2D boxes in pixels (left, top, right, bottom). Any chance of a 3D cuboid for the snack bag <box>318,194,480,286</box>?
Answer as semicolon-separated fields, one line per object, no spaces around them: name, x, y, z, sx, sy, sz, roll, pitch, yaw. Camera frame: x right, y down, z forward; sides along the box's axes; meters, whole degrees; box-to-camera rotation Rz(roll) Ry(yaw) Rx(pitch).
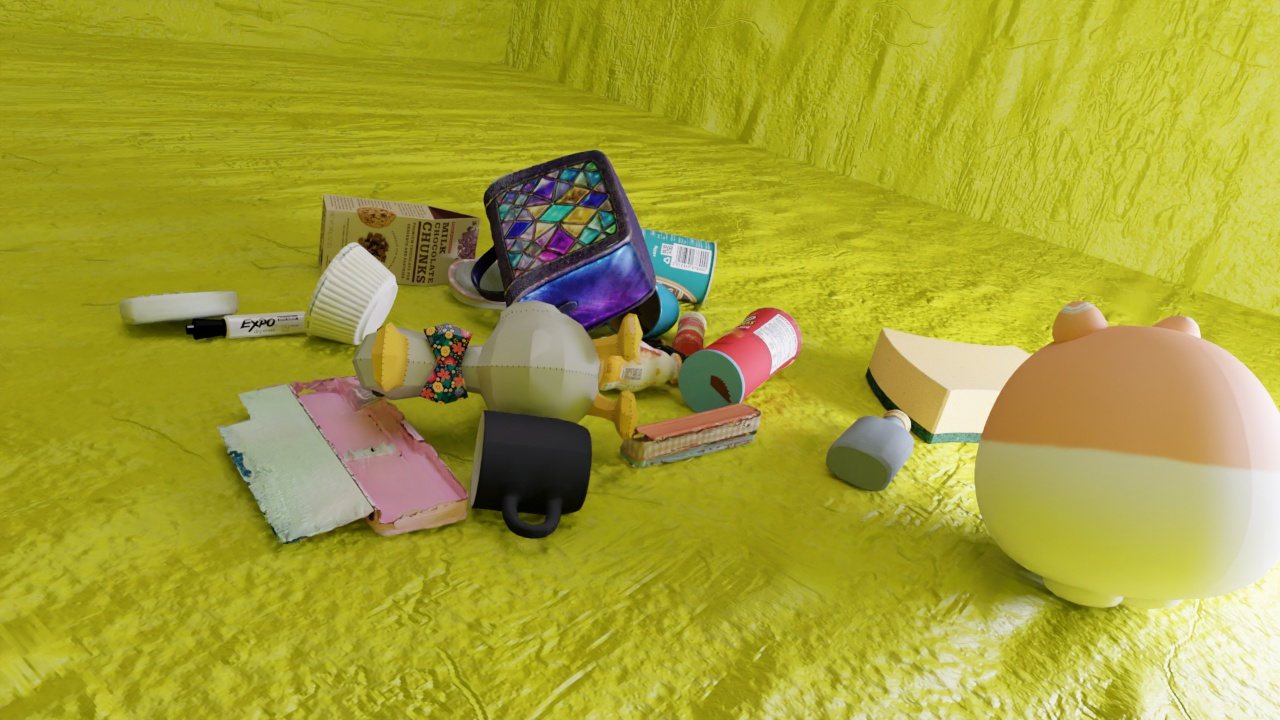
snack bag;-0.326;-0.161;1.254;0.206;0.094;0.070;3;25;-24

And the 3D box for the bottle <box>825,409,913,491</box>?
bottle;0.270;0.095;1.043;0.072;0.046;0.160;23;25;23

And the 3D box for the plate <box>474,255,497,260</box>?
plate;-0.164;-0.134;1.367;0.188;0.027;0.188;11;23;-5

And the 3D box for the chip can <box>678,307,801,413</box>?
chip can;0.128;-0.002;1.143;0.087;0.087;0.212;22;25;21

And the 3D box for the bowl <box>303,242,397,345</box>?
bowl;-0.320;-0.068;1.034;0.062;0.115;0.115;28;23;-3

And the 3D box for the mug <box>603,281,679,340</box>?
mug;-0.006;-0.066;1.235;0.112;0.084;0.104;-11;-3;22

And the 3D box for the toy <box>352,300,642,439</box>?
toy;-0.134;0.011;0.891;0.267;0.141;0.247;3;-6;0

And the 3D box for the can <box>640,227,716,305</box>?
can;0.035;-0.148;1.414;0.144;0.099;0.099;11;23;-5

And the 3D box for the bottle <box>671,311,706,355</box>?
bottle;0.067;-0.032;1.236;0.044;0.044;0.109;14;22;1

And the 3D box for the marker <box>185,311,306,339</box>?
marker;-0.428;-0.038;1.003;0.125;0.025;0.025;-7;30;-39

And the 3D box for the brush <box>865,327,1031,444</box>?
brush;0.448;0.041;1.227;0.250;0.075;0.195;7;23;-14

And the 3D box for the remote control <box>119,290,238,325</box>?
remote control;-0.494;-0.057;0.984;0.114;0.028;0.060;-8;3;-37

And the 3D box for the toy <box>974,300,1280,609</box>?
toy;0.454;0.090;0.864;0.262;0.280;0.266;6;-4;-17

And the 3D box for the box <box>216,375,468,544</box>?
box;-0.270;0.081;0.799;0.158;0.035;0.230;-6;30;-38

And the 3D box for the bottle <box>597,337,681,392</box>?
bottle;-0.006;0.006;1.079;0.108;0.063;0.063;4;24;-21

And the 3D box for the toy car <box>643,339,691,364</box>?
toy car;0.030;-0.002;1.158;0.049;0.030;0.107;-4;21;-37

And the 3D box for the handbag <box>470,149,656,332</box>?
handbag;-0.109;-0.137;1.159;0.222;0.125;0.204;-22;54;6

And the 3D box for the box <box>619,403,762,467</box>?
box;0.057;0.074;0.981;0.186;0.053;0.058;-10;64;-40

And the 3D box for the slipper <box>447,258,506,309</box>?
slipper;-0.130;-0.117;1.273;0.274;0.055;0.114;-3;48;-26

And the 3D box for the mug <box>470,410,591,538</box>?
mug;-0.094;0.103;0.790;0.094;0.085;0.121;7;39;-13
